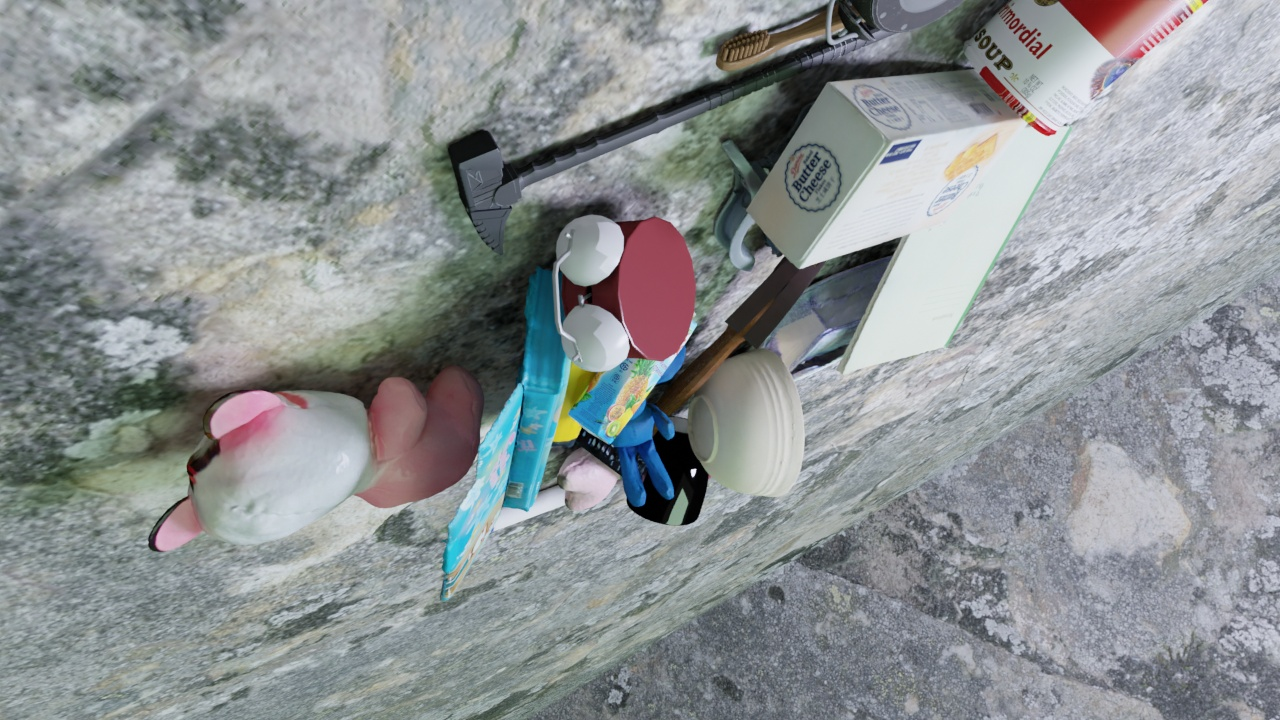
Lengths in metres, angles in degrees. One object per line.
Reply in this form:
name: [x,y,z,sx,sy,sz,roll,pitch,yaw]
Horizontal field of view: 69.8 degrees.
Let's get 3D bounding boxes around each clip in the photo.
clip: [0.104,-0.124,0.658,0.107,0.028,0.163,-28,159,-6]

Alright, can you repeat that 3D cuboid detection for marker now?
marker: [-0.132,0.164,1.004,0.133,0.023,0.027,-17,177,-28]

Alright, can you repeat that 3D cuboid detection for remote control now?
remote control: [-0.028,0.080,0.900,0.150,0.022,0.047,47,63,-55]

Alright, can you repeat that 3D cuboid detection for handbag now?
handbag: [0.208,-0.034,0.927,0.158,0.069,0.127,-21,159,-26]

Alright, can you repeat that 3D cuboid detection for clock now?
clock: [0.142,-0.216,0.476,0.123,0.043,0.091,-28,159,-2]
clock: [-0.013,-0.045,0.588,0.048,0.096,0.137,2,-172,34]

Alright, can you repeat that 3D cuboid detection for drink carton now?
drink carton: [-0.004,0.004,0.734,0.129,0.038,0.044,-54,158,-5]

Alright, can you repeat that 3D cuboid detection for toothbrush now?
toothbrush: [0.117,-0.198,0.523,0.166,0.016,0.016,-23,163,-13]

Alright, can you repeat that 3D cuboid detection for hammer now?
hammer: [0.046,-0.151,0.543,0.324,0.015,0.095,-25,158,-11]
hammer: [0.068,-0.005,0.835,0.115,0.033,0.324,-48,179,-39]

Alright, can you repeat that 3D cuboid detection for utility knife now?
utility knife: [-0.046,0.010,0.733,0.030,0.017,0.163,-9,137,-34]

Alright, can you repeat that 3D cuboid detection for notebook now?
notebook: [0.290,-0.102,0.850,0.181,0.010,0.253,-11,134,-38]

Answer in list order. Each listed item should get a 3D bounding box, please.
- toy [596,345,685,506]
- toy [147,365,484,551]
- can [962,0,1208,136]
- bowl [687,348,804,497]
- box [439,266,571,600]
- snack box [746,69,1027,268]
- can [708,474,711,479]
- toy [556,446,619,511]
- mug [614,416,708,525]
toy: [-0.003,0.045,0.812,0.112,0.071,0.176,-18,122,-8]
toy: [-0.206,0.065,0.615,0.142,0.084,0.212,-42,158,28]
can: [0.282,-0.216,0.588,0.086,0.086,0.117,-2,145,-49]
bowl: [0.094,0.065,0.914,0.075,0.150,0.151,-5,151,-20]
box: [-0.092,0.065,0.659,0.056,0.184,0.227,17,148,-3]
snack box: [0.173,-0.135,0.624,0.207,0.057,0.104,-20,152,-43]
can: [0.038,0.130,1.082,0.114,0.063,0.063,-37,157,20]
toy: [-0.045,0.110,0.953,0.095,0.053,0.099,-42,158,-16]
mug: [0.018,0.112,1.000,0.084,0.119,0.100,-66,169,-73]
